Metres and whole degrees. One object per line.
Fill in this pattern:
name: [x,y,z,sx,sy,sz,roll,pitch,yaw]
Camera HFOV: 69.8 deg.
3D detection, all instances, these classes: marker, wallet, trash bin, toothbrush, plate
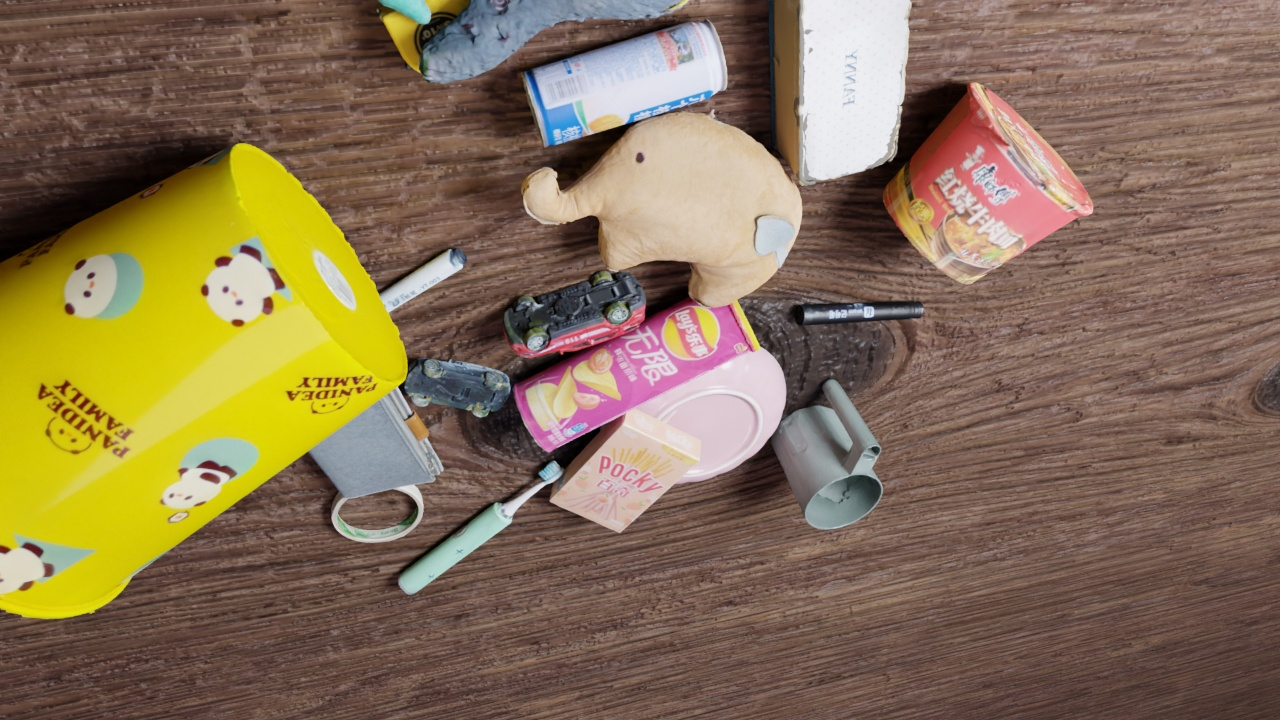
marker: [-0.194,-0.050,0.727,0.131,0.018,0.022,-29,143,9]
wallet: [-0.241,0.065,0.805,0.106,0.037,0.130,-12,134,6]
trash bin: [-0.313,0.002,0.601,0.255,0.229,0.230,-31,134,2]
marker: [0.208,-0.045,0.874,0.132,0.020,0.022,-3,161,-18]
toothbrush: [-0.163,0.172,0.938,0.225,0.026,0.027,-37,111,16]
plate: [0.057,0.061,0.904,0.192,0.039,0.193,-10,134,-11]

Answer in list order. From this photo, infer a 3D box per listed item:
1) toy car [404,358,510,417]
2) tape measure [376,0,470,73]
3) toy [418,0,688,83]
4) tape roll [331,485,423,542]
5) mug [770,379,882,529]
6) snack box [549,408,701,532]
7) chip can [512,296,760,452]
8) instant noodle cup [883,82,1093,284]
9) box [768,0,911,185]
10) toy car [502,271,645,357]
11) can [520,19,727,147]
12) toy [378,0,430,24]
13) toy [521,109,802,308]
toy car: [-0.158,0.020,0.792,0.090,0.034,0.043,11,130,-25]
tape measure: [-0.130,-0.213,0.589,0.060,0.029,0.057,-23,134,2]
toy: [0.008,-0.282,0.530,0.137,0.091,0.357,29,116,-38]
tape roll: [-0.254,0.145,0.888,0.085,0.014,0.086,-10,134,-11]
mug: [0.195,0.094,0.940,0.083,0.103,0.124,1,130,-20]
snack box: [-0.018,0.108,0.890,0.084,0.026,0.158,27,135,-16]
chip can: [-0.005,0.005,0.807,0.211,0.071,0.071,-26,135,6]
instant noodle cup: [0.273,-0.136,0.741,0.137,0.137,0.109,20,131,-33]
box: [0.141,-0.221,0.660,0.089,0.059,0.184,-14,133,-8]
toy car: [-0.054,-0.034,0.766,0.120,0.053,0.045,-15,137,-7]
can: [-0.011,-0.192,0.634,0.134,0.053,0.053,-18,135,-3]
toy: [-0.146,-0.260,0.534,0.096,0.030,0.092,29,97,-29]
toy: [0.021,-0.123,0.691,0.225,0.082,0.143,18,108,-29]
